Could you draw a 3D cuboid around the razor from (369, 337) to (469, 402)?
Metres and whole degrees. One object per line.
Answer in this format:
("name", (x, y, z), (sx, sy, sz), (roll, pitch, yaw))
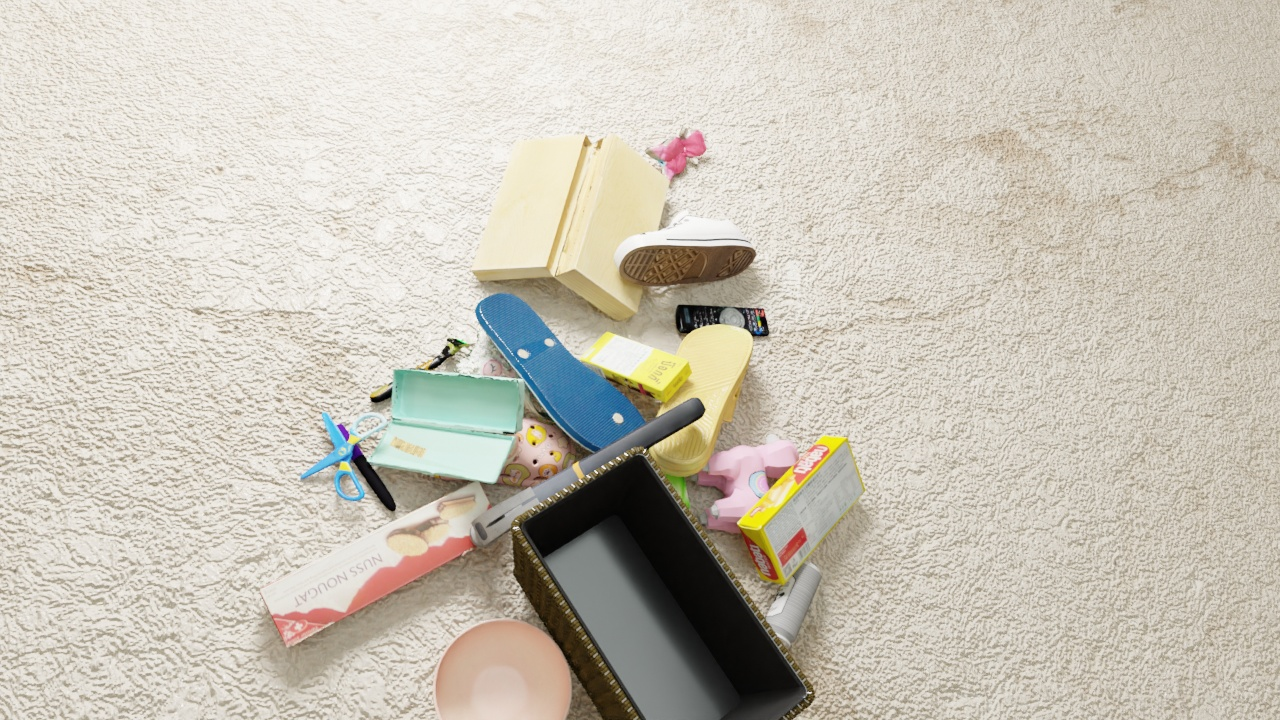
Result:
("razor", (-0.291, 0.013, 1.203), (0.144, 0.044, 0.021), (-34, 117, -22))

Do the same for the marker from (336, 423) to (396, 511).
("marker", (-0.343, 0.133, 1.137), (0.018, 0.015, 0.134), (-36, 76, -13))

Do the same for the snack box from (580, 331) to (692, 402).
("snack box", (-0.007, 0.007, 1.230), (0.149, 0.026, 0.061), (21, 55, 37))

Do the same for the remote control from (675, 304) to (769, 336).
("remote control", (0.120, -0.057, 1.341), (0.140, 0.021, 0.045), (1, 65, -18))

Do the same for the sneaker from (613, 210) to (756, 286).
("sneaker", (0.058, -0.174, 1.321), (0.244, 0.091, 0.097), (-10, 60, -38))

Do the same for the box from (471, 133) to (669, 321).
("box", (-0.094, -0.207, 1.324), (0.252, 0.119, 0.247), (13, 60, 0))

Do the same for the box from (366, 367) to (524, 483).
("box", (-0.235, 0.079, 1.123), (0.187, 0.055, 0.138), (6, 78, 24))

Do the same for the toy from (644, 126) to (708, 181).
("toy", (0.058, -0.328, 1.450), (0.102, 0.050, 0.065), (-33, 110, -18))

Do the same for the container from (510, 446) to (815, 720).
("container", (0.002, 0.298, 1.026), (0.176, 0.205, 0.321), (-29, 73, -24))

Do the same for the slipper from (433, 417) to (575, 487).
("slipper", (-0.178, 0.104, 1.155), (0.197, 0.082, 0.093), (3, 62, -10))

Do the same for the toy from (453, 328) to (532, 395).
("toy", (-0.183, 0.003, 1.229), (0.109, 0.041, 0.095), (28, 59, -6))

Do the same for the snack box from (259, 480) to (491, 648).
("snack box", (-0.297, 0.233, 1.073), (0.272, 0.044, 0.076), (-25, 87, -23))

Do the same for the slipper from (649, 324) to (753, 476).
("slipper", (0.078, 0.056, 1.237), (0.099, 0.079, 0.262), (16, 49, 10))

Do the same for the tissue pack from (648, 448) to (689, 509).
("tissue pack", (0.009, 0.154, 1.201), (0.099, 0.034, 0.114), (-3, 67, -16))

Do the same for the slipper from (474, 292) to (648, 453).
("slipper", (-0.113, 0.032, 1.197), (0.295, 0.060, 0.118), (46, 38, 9))

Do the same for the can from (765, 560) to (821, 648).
("can", (0.192, 0.307, 1.161), (0.044, 0.044, 0.106), (30, 61, 3))

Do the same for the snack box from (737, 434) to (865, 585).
("snack box", (0.213, 0.189, 1.189), (0.200, 0.042, 0.092), (-39, 115, -33))

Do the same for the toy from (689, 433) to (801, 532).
("toy", (0.148, 0.160, 1.212), (0.157, 0.067, 0.123), (-5, 68, -21))

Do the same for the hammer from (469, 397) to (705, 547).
("hammer", (-0.055, 0.126, 1.087), (0.311, 0.140, 0.035), (-28, 82, -24))

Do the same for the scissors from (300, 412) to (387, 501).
("scissors", (-0.361, 0.112, 1.123), (0.127, 0.013, 0.125), (-32, 72, -7))

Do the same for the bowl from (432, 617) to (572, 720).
("bowl", (-0.157, 0.371, 1.028), (0.153, 0.076, 0.152), (6, 63, -12))
